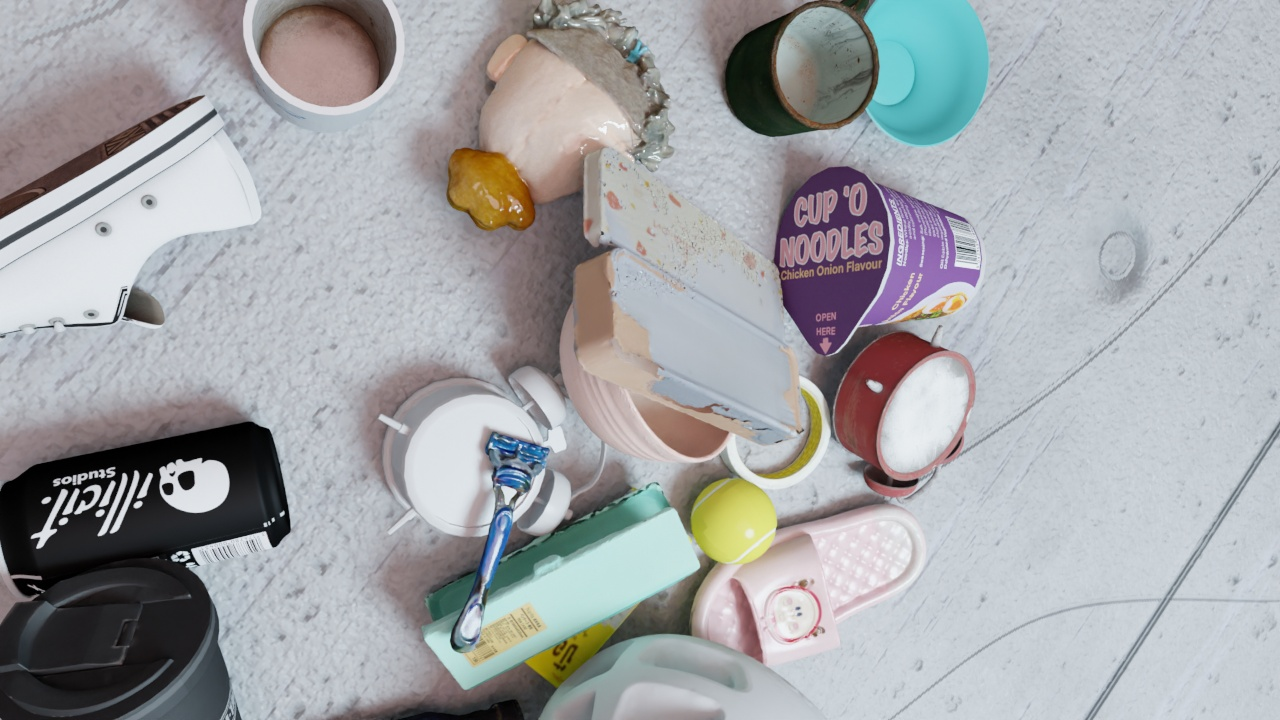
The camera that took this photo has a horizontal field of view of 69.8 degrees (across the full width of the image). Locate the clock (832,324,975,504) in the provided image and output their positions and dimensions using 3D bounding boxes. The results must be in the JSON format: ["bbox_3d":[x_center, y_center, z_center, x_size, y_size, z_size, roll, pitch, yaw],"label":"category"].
[{"bbox_3d":[0.212,0.049,0.744,0.109,0.062,0.157,-34,126,-19],"label":"clock"}]

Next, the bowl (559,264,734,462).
[{"bbox_3d":[-0.004,0.004,0.633,0.153,0.076,0.152,31,49,-44],"label":"bowl"}]

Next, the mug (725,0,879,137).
[{"bbox_3d":[0.120,-0.216,0.658,0.085,0.081,0.111,37,84,-21],"label":"mug"}]

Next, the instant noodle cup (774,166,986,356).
[{"bbox_3d":[0.188,-0.070,0.694,0.121,0.122,0.137,2,88,-30],"label":"instant noodle cup"}]

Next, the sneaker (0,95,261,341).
[{"bbox_3d":[-0.327,-0.047,0.522,0.245,0.091,0.097,-38,123,-13],"label":"sneaker"}]

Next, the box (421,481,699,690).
[{"bbox_3d":[-0.053,0.156,0.626,0.188,0.080,0.077,-25,84,-6],"label":"box"}]

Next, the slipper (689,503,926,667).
[{"bbox_3d":[0.138,0.182,0.739,0.221,0.056,0.107,-21,103,-16],"label":"slipper"}]

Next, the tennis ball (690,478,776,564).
[{"bbox_3d":[0.071,0.122,0.699,0.065,0.065,0.065,-3,99,-20],"label":"tennis ball"}]

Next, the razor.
[{"bbox_3d":[-0.094,0.119,0.589,0.044,0.018,0.140,19,80,-25],"label":"razor"}]

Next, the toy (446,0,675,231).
[{"bbox_3d":[-0.055,-0.153,0.606,0.132,0.076,0.175,45,79,4],"label":"toy"}]

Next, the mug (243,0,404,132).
[{"bbox_3d":[-0.195,-0.197,0.535,0.083,0.096,0.119,-31,107,-14],"label":"mug"}]

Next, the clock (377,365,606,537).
[{"bbox_3d":[-0.100,0.065,0.634,0.159,0.061,0.120,-5,98,-24],"label":"clock"}]

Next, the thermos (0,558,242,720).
[{"bbox_3d":[-0.275,0.219,0.531,0.105,0.105,0.219,-16,131,-18],"label":"thermos"}]

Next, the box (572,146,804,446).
[{"bbox_3d":[0.038,-0.037,0.611,0.216,0.043,0.150,25,50,-46],"label":"box"}]

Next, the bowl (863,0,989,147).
[{"bbox_3d":[0.204,-0.225,0.707,0.121,0.046,0.121,-3,99,-20],"label":"bowl"}]

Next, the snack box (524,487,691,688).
[{"bbox_3d":[-0.032,0.170,0.689,0.148,0.026,0.061,-47,110,-9],"label":"snack box"}]

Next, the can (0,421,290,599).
[{"bbox_3d":[-0.293,0.089,0.550,0.145,0.080,0.080,-12,102,-19],"label":"can"}]

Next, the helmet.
[{"bbox_3d":[0.049,0.315,0.646,0.282,0.183,0.225,43,120,-15],"label":"helmet"}]

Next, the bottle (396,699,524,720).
[{"bbox_3d":[-0.159,0.278,0.641,0.160,0.056,0.056,-10,101,-19],"label":"bottle"}]

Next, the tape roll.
[{"bbox_3d":[0.106,0.055,0.727,0.094,0.019,0.094,-3,99,-20],"label":"tape roll"}]
